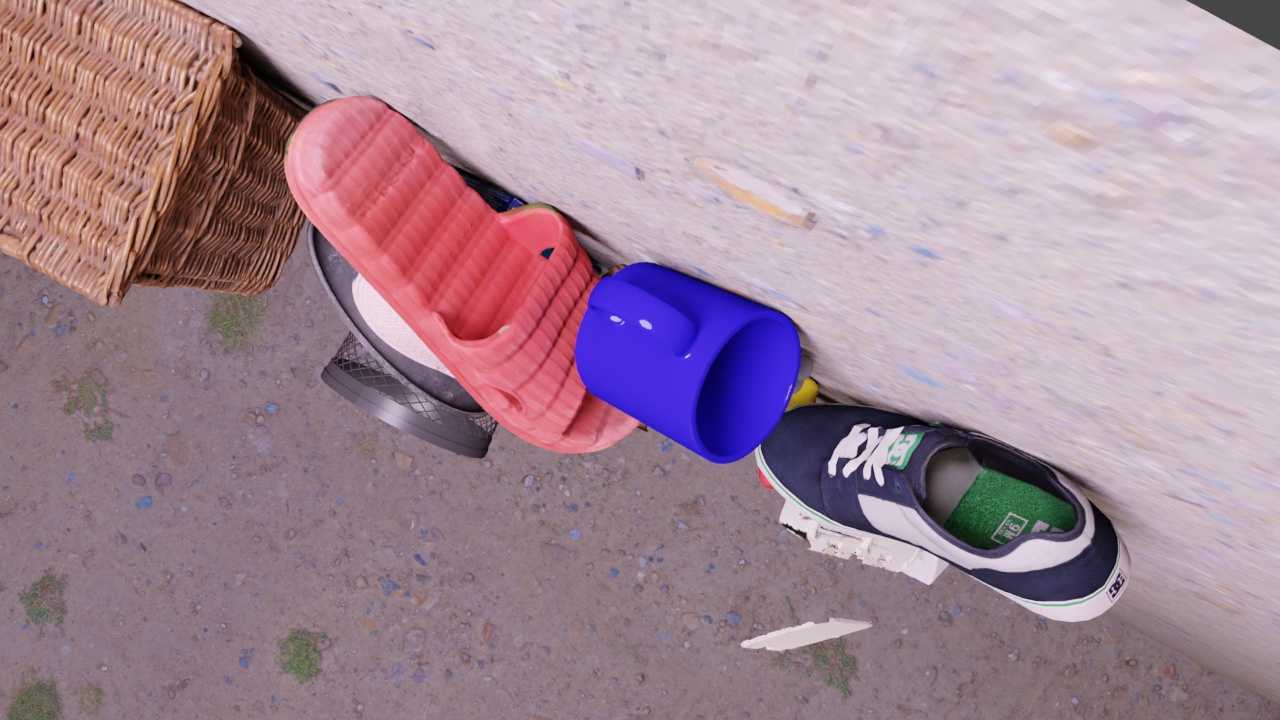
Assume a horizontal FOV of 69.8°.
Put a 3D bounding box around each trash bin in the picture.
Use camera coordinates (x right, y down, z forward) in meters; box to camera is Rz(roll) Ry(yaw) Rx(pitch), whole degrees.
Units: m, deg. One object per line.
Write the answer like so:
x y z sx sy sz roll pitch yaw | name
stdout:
-0.233 -0.033 1.118 0.218 0.227 0.218 28 179 1 | trash bin

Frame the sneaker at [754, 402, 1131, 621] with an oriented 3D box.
0.147 0.061 0.518 0.235 0.084 0.079 21 159 50 | sneaker

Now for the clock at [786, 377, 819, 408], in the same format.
0.079 0.023 0.660 0.083 0.057 0.118 28 179 36 | clock

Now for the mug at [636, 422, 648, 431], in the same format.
-0.005 0.005 0.839 0.124 0.094 0.100 29 179 26 | mug

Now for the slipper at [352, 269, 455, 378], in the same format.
-0.076 -0.022 0.593 0.221 0.107 0.055 29 -138 -39 | slipper

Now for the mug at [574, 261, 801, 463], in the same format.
0.016 -0.007 0.455 0.083 0.079 0.111 27 172 40 | mug

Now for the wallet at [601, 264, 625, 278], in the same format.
0.013 -0.011 0.621 0.121 0.013 0.087 57 174 -6 | wallet

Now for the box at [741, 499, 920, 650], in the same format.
0.166 0.143 0.666 0.143 0.186 0.070 20 -177 -40 | box

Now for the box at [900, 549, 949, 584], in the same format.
0.280 0.138 0.901 0.109 0.136 0.121 28 137 42 | box

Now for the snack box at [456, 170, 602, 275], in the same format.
-0.086 -0.085 0.601 0.082 0.027 0.150 26 179 19 | snack box

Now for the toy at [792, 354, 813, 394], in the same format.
0.048 -0.013 0.544 0.112 0.030 0.049 26 150 5 | toy

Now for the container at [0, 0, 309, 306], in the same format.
-0.332 -0.148 0.576 0.250 0.162 0.183 28 -176 11 | container

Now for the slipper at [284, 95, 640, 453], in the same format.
-0.069 -0.038 0.477 0.059 0.103 0.249 -13 134 41 | slipper

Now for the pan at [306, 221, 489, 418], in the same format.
-0.173 -0.075 0.748 0.187 0.055 0.356 47 -166 -23 | pan

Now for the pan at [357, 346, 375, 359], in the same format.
-0.126 -0.013 0.997 0.353 0.024 0.217 1 157 -28 | pan

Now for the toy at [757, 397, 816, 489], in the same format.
0.133 0.064 0.767 0.133 0.088 0.094 29 -170 16 | toy
